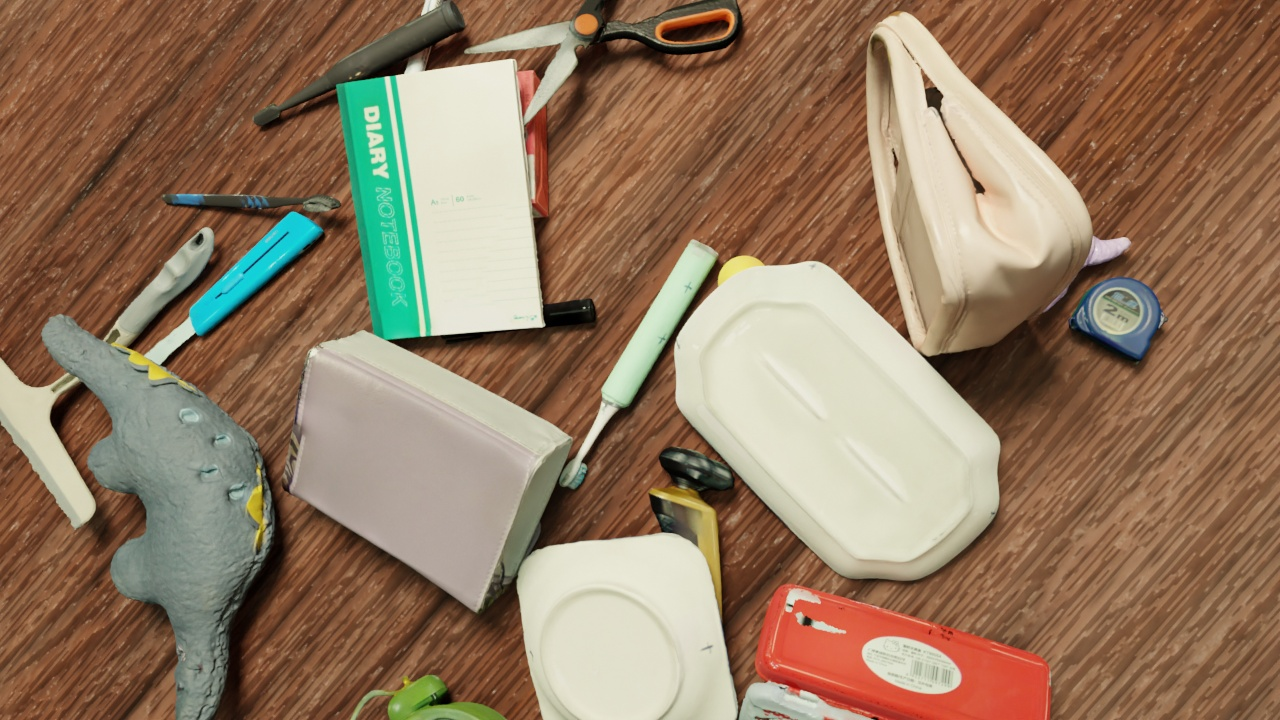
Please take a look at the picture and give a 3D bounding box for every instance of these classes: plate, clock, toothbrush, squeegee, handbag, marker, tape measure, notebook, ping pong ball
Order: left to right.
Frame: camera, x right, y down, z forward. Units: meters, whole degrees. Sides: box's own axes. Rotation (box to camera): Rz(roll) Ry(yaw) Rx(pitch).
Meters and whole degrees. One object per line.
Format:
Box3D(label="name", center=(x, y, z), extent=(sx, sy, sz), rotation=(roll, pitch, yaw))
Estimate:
Box3D(label="squeegee", center=(-0.461, -0.027, 0.809), extent=(0.246, 0.039, 0.246), rotation=(-44, 76, -1))
Box3D(label="toothbrush", center=(-0.345, -0.138, 0.802), extent=(0.190, 0.016, 0.014), rotation=(5, 125, 18))
Box3D(label="toothbrush", center=(-0.248, -0.252, 0.792), extent=(0.213, 0.026, 0.027), rotation=(-21, 42, 15))
Box3D(label="handbag", center=(-0.169, 0.083, 0.715), extent=(0.197, 0.098, 0.145), rotation=(27, 105, 11))
Box3D(label="marker", center=(-0.183, -0.302, 0.801), extent=(0.017, 0.017, 0.145), rotation=(14, 86, 11))
Box3D(label="clock", center=(-0.158, 0.314, 0.709), extent=(0.161, 0.056, 0.116), rotation=(26, 88, 12))
Box3D(label="notebook", center=(-0.159, -0.124, 0.735), extent=(0.150, 0.012, 0.209), rotation=(-4, 98, 11))
Box3D(label="marker", center=(-0.102, -0.032, 0.756), extent=(0.132, 0.020, 0.022), rotation=(-7, 99, 10))
Box3D(label="plate", center=(-0.018, 0.215, 0.682), extent=(0.164, 0.034, 0.164), rotation=(-12, 91, 21))
Box3D(label="toothbrush", center=(-0.004, 0.004, 0.730), extent=(0.026, 0.027, 0.224), rotation=(30, 89, 48))
Box3D(label="ping pong ball", center=(0.081, -0.061, 0.715), extent=(0.040, 0.040, 0.040), rotation=(-1, 84, 10))
Box3D(label="plate", center=(0.140, 0.048, 0.672), extent=(0.162, 0.034, 0.265), rotation=(-44, 85, 13))
Box3D(label="handbag", center=(0.203, -0.129, 0.633), extent=(0.093, 0.193, 0.234), rotation=(-20, 73, 5))
Box3D(label="tape measure", center=(0.350, -0.033, 0.672), extent=(0.058, 0.025, 0.054), rotation=(31, 88, 8))

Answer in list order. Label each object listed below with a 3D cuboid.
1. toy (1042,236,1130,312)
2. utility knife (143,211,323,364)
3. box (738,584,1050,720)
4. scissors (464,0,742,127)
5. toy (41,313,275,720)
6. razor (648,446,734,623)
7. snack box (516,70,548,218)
Box3D(label="toy", center=(0.298, -0.101, 0.682), extent=(0.084, 0.039, 0.108), rotation=(-34, 73, -1))
Box3D(label="utility knife", center=(-0.365, -0.056, 0.806), extent=(0.209, 0.018, 0.034), rotation=(-41, 79, 5))
Box3D(label="box", center=(0.179, 0.252, 0.666), extent=(0.201, 0.100, 0.112), rotation=(14, 52, 12))
Box3D(label="scissors", center=(-0.027, -0.283, 0.751), extent=(0.221, 0.022, 0.230), rotation=(6, 75, 2))
Box3D(label="toy", center=(-0.371, 0.119, 0.743), extent=(0.137, 0.091, 0.356), rotation=(-17, 87, -13))
Box3D(label="razor", center=(0.045, 0.148, 0.697), extent=(0.067, 0.062, 0.167), rotation=(-5, 88, -15))
Box3D(label="snack box", center=(-0.143, -0.174, 0.765), extent=(0.127, 0.044, 0.113), rotation=(-4, 83, 10))
